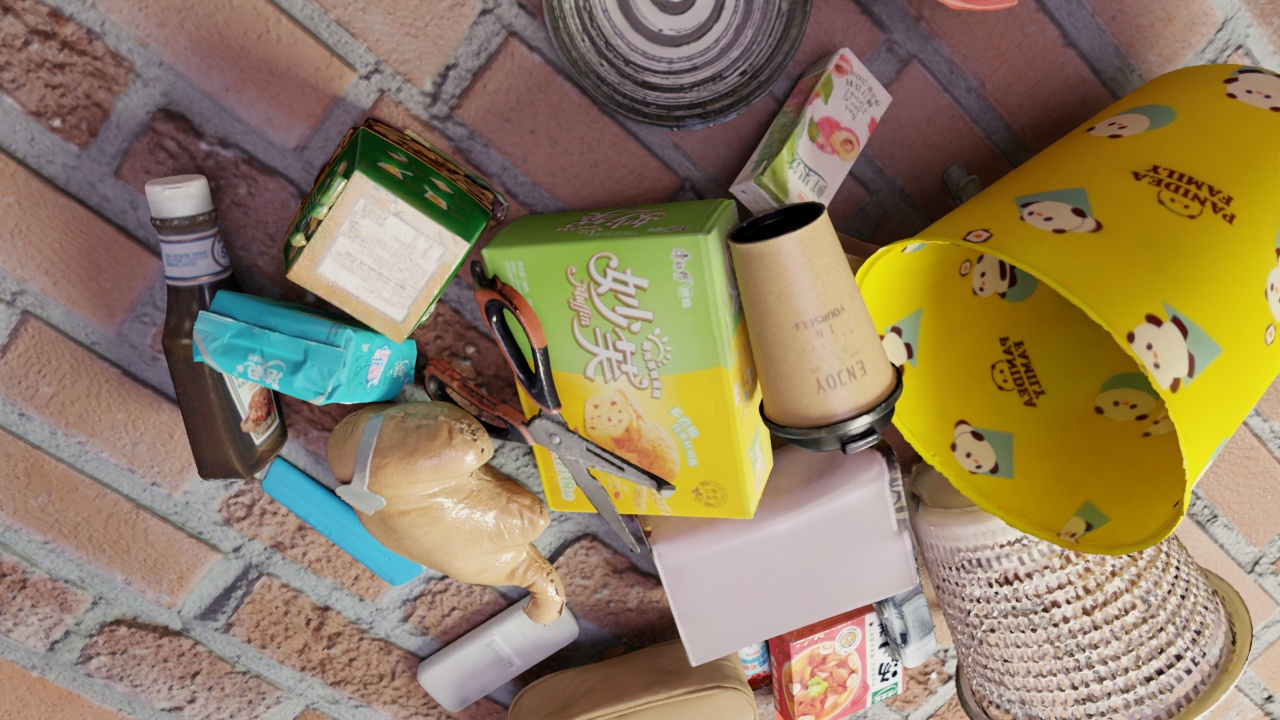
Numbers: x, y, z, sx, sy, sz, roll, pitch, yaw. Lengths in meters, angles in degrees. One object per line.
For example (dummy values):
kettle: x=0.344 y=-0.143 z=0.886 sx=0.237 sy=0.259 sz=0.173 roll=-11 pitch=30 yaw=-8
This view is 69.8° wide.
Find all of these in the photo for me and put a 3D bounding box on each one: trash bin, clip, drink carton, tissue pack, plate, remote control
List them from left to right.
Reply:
tissue pack: x=-0.206 y=-0.006 z=0.583 sx=0.093 sy=0.133 sz=0.050 roll=17 pitch=90 yaw=7
remote control: x=-0.119 y=0.242 z=0.765 sx=0.136 sy=0.020 sz=0.056 roll=-33 pitch=113 yaw=5
plate: x=0.024 y=-0.240 z=0.590 sx=0.179 sy=0.024 sz=0.180 roll=-3 pitch=111 yaw=-8
drink carton: x=0.112 y=-0.142 z=0.607 sx=0.053 sy=0.046 sz=0.122 roll=40 pitch=70 yaw=-21
clip: x=0.245 y=-0.120 z=0.682 sx=0.024 sy=0.026 sz=0.056 roll=-37 pitch=126 yaw=9
trash bin: x=0.315 y=0.154 z=0.715 sx=0.227 sy=0.227 sz=0.192 roll=-31 pitch=102 yaw=3
trash bin: x=0.305 y=-0.046 z=0.588 sx=0.254 sy=0.230 sz=0.230 roll=-38 pitch=116 yaw=-18

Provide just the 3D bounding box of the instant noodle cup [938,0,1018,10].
instant noodle cup: x=0.189 y=-0.284 z=0.552 sx=0.138 sy=0.108 sz=0.138 roll=-4 pitch=113 yaw=-9

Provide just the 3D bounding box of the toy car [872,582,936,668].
toy car: x=0.224 y=0.218 z=0.762 sx=0.042 sy=0.034 sz=0.091 roll=-29 pitch=118 yaw=-17

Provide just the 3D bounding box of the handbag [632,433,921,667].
handbag: x=0.104 y=0.136 z=0.714 sx=0.197 sy=0.098 sz=0.145 roll=-20 pitch=129 yaw=-3

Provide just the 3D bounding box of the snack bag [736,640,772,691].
snack bag: x=0.093 y=0.244 z=0.800 sx=0.045 sy=0.026 sz=0.105 roll=-18 pitch=114 yaw=4

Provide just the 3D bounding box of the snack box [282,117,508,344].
snack box: x=-0.159 y=-0.074 z=0.580 sx=0.117 sy=0.105 sz=0.118 roll=33 pitch=104 yaw=-21

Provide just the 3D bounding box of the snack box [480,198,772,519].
snack box: x=-0.004 y=0.004 z=0.626 sx=0.158 sy=0.069 sz=0.210 roll=-1 pitch=116 yaw=22

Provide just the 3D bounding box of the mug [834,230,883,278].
mug: x=0.133 y=-0.039 z=0.666 sx=0.124 sy=0.084 sz=0.104 roll=6 pitch=114 yaw=-33

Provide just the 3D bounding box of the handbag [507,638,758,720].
handbag: x=-0.005 y=0.309 z=0.775 sx=0.204 sy=0.099 sz=0.148 roll=-12 pitch=121 yaw=-5

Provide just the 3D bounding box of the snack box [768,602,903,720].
snack box: x=0.172 y=0.267 z=0.801 sx=0.113 sy=0.044 sz=0.127 roll=-15 pitch=114 yaw=-18

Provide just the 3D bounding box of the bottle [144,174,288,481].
bottle: x=-0.277 y=-0.021 z=0.596 sx=0.044 sy=0.079 sz=0.195 roll=-2 pitch=112 yaw=5

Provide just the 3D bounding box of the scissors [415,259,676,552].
scissors: x=-0.072 y=0.037 z=0.614 sx=0.189 sy=0.015 sz=0.227 roll=-13 pitch=106 yaw=43

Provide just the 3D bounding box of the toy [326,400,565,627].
toy: x=-0.134 y=0.114 z=0.668 sx=0.144 sy=0.082 sz=0.226 roll=-2 pitch=136 yaw=31

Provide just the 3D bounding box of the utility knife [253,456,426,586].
utility knife: x=-0.240 y=0.111 z=0.691 sx=0.187 sy=0.018 sz=0.034 roll=43 pitch=88 yaw=-22

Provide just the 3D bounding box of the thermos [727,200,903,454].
thermos: x=0.105 y=-0.020 z=0.568 sx=0.093 sy=0.093 sz=0.143 roll=-21 pitch=112 yaw=-1
